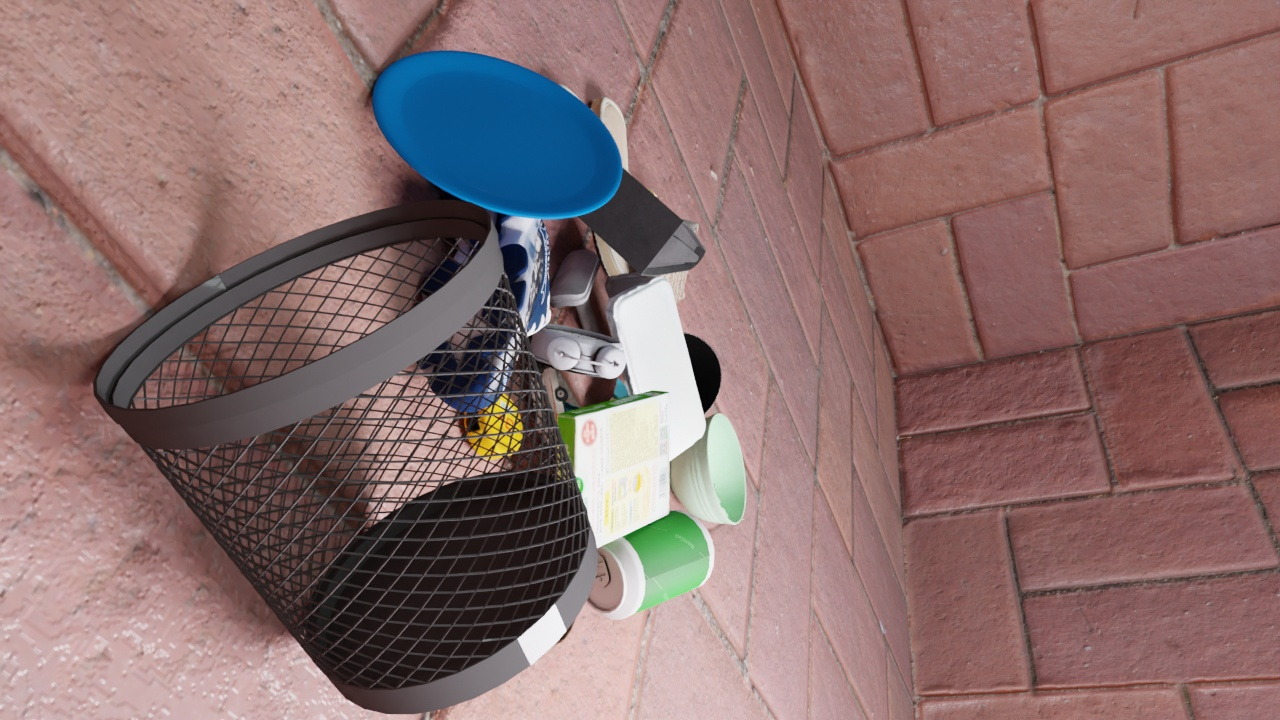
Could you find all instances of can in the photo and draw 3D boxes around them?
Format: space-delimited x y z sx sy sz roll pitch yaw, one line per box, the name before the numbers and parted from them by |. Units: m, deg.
can | 0.007 0.209 0.953 0.139 0.088 0.088 -7 86 -47

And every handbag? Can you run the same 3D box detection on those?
handbag | 0.030 -0.110 1.228 0.185 0.047 0.124 -56 162 -62
handbag | 0.000 -0.172 1.074 0.176 0.072 0.195 44 15 18

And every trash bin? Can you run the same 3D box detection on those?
trash bin | -0.149 0.057 0.543 0.217 0.218 0.227 -68 144 -54

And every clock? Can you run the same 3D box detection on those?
clock | -0.061 -0.009 0.910 0.123 0.094 0.035 -150 -109 -71

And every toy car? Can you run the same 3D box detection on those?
toy car | -0.087 0.064 0.913 0.039 0.039 0.113 130 -49 -85

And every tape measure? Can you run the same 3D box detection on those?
tape measure | -0.131 0.059 0.817 0.068 0.030 0.058 46 38 -49

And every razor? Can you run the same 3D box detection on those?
razor | -0.062 -0.053 1.037 0.088 0.047 0.116 -74 153 -49

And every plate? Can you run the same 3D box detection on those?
plate | -0.124 -0.196 0.811 0.224 0.024 0.223 16 45 -16

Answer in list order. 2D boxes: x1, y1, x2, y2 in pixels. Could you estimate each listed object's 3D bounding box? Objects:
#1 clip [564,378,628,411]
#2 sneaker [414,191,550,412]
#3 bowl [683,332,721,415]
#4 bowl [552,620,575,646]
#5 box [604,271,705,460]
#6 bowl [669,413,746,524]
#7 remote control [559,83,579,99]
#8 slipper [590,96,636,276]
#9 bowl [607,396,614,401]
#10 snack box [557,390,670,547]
clip | -0.052 0.059 0.964 0.123 0.120 0.033 102 -2 -49
sneaker | -0.121 -0.054 0.826 0.132 0.103 0.268 62 23 -49
bowl | 0.038 0.020 1.186 0.052 0.124 0.124 -141 -149 -71
bowl | -0.096 0.197 0.829 0.119 0.032 0.119 -11 90 -68
box | -0.002 0.011 1.064 0.104 0.129 0.210 -29 109 -38
bowl | 0.085 0.150 1.236 0.150 0.077 0.151 -12 90 -68
remote control | -0.080 -0.289 1.119 0.114 0.028 0.060 35 47 -60
slipper | -0.022 -0.223 1.199 0.115 0.052 0.262 25 56 -62
bowl | -0.027 0.097 1.057 0.101 0.026 0.114 -59 133 -61
snack box | -0.022 0.105 0.897 0.167 0.027 0.132 -11 104 -57
